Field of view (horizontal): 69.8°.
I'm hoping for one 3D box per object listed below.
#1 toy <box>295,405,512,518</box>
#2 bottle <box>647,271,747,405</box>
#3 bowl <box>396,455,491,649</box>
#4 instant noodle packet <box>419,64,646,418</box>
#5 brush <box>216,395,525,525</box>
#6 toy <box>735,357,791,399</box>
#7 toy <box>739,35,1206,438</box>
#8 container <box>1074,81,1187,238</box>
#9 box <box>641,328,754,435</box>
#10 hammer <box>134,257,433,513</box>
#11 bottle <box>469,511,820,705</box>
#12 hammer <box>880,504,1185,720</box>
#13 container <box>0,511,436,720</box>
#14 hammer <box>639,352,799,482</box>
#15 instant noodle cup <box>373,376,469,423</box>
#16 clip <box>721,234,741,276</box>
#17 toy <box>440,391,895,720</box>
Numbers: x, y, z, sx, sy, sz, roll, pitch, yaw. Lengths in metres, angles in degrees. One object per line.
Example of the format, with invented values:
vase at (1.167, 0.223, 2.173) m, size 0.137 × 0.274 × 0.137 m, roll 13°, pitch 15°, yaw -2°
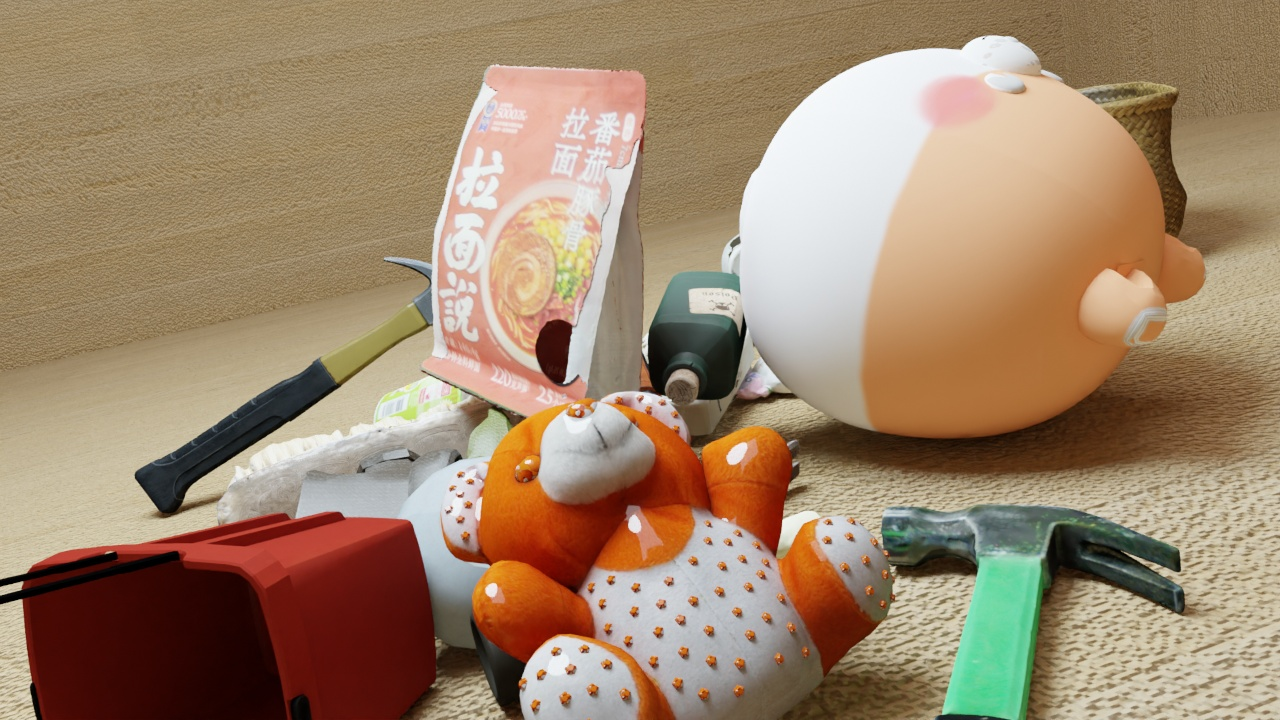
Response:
toy at (-0.134, 0.102, 0.543) m, size 0.152 × 0.078 × 0.179 m, roll -8°, pitch 39°, yaw -5°
bottle at (0.039, -0.010, 0.636) m, size 0.061 × 0.061 × 0.131 m, roll 3°, pitch 28°, yaw 11°
bowl at (-0.078, 0.092, 0.477) m, size 0.106 × 0.039 × 0.106 m, roll 6°, pitch 52°, yaw -8°
instant noodle packet at (-0.063, -0.082, 0.615) m, size 0.083 × 0.221 × 0.164 m, roll -4°, pitch 17°, yaw -45°
brush at (-0.161, 0.077, 0.665) m, size 0.270 × 0.083 × 0.057 m, roll -17°, pitch 14°, yaw -20°
toy at (0.133, 0.007, 0.809) m, size 0.122 × 0.038 × 0.079 m, roll -19°, pitch 24°, yaw -11°
toy at (0.208, -0.076, 0.612) m, size 0.281 × 0.266 × 0.262 m, roll 21°, pitch 28°, yaw 34°
container at (0.449, -0.197, 1.056) m, size 0.307 × 0.197 × 0.306 m, roll -10°, pitch 14°, yaw 2°
box at (-0.005, 0.004, 0.787) m, size 0.184 × 0.050 × 0.143 m, roll 2°, pitch 28°, yaw 21°
hammer at (-0.300, 0.025, 0.822) m, size 0.333 × 0.118 × 0.025 m, roll -33°, pitch 9°, yaw -1°
bottle at (0.011, 0.112, 0.450) m, size 0.184 × 0.045 × 0.045 m, roll -16°, pitch 14°, yaw -20°
hammer at (0.120, 0.129, 0.320) m, size 0.130 × 0.032 × 0.317 m, roll -4°, pitch 16°, yaw 29°
container at (-0.191, 0.130, 0.373) m, size 0.148 × 0.127 × 0.200 m, roll -5°, pitch 4°, yaw 22°
hammer at (0.010, 0.017, 0.692) m, size 0.137 × 0.035 × 0.314 m, roll -11°, pitch 30°, yaw -7°
instant noodle cup at (-0.164, 0.049, 0.783) m, size 0.108 × 0.099 × 0.098 m, roll -13°, pitch 11°, yaw 27°
clip at (0.130, -0.071, 0.985) m, size 0.152 × 0.126 × 0.096 m, roll -42°, pitch 16°, yaw -20°
toy at (-0.001, 0.076, 0.385) m, size 0.163 × 0.093 × 0.172 m, roll -24°, pitch 48°, yaw -25°
